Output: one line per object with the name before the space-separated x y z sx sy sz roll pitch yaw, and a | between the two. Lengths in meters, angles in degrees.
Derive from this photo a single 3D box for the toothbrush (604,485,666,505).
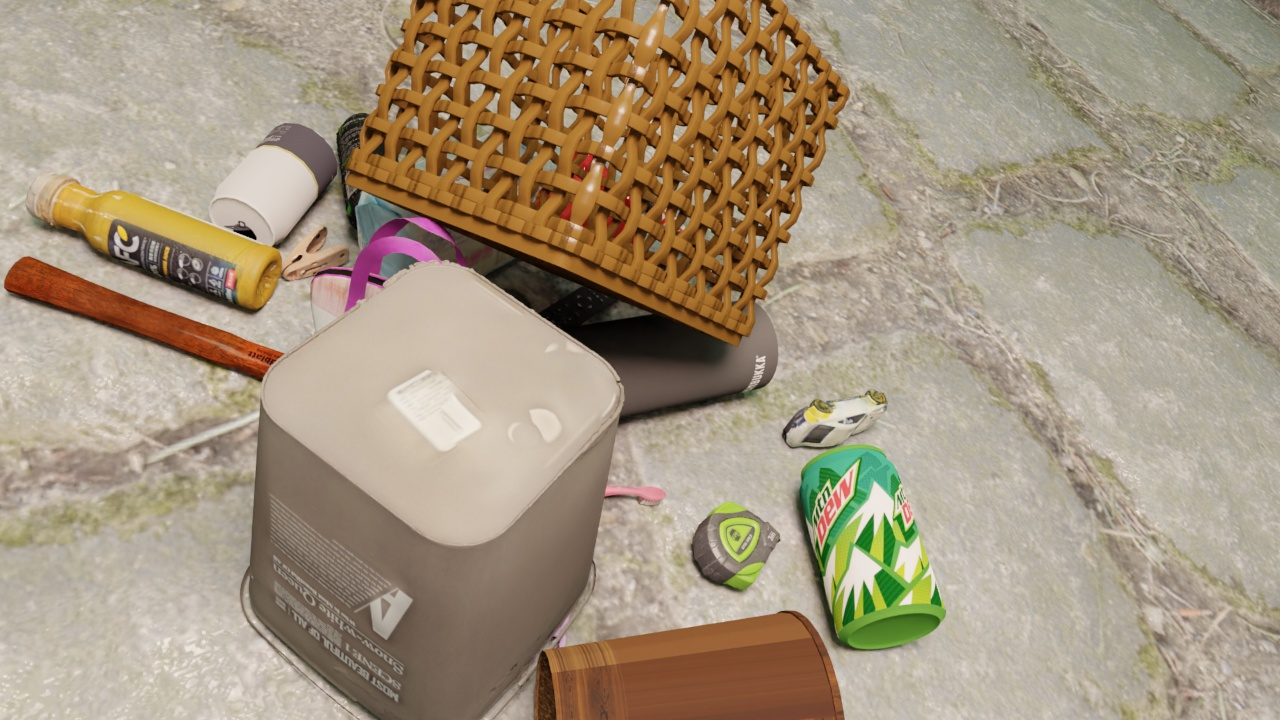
toothbrush | -0.046 0.101 0.725 0.135 0.016 0.021 9 50 -12

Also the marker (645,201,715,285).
marker | 0.041 -0.128 0.941 0.019 0.019 0.145 -26 65 -36

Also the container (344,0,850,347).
container | -0.023 -0.165 0.669 0.220 0.214 0.251 24 2 33

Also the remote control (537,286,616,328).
remote control | -0.061 -0.043 0.834 0.032 0.015 0.136 41 47 13

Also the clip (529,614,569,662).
clip | -0.066 0.192 0.643 0.041 0.014 0.052 2 55 -20

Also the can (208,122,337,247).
can | -0.314 -0.145 0.783 0.064 0.064 0.127 22 48 -3

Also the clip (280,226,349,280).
clip | -0.275 -0.085 0.780 0.039 0.024 0.060 28 58 5

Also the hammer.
hammer | -0.326 -0.013 0.696 0.300 0.028 0.110 21 47 -5

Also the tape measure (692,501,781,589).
tape measure | 0.071 0.146 0.721 0.058 0.036 0.065 43 46 3

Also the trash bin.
trash bin | -0.123 0.084 0.558 0.197 0.221 0.196 34 49 12

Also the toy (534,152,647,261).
toy | -0.048 -0.133 0.895 0.094 0.088 0.133 -43 95 -8

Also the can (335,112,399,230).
can | -0.243 -0.169 0.829 0.054 0.054 0.137 -2 45 -23

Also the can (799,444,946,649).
can | 0.180 0.146 0.730 0.083 0.083 0.144 5 51 -18

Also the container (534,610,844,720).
container | 0.023 0.230 0.578 0.167 0.132 0.132 1 52 -14

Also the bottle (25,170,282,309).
bottle | -0.383 -0.097 0.724 0.186 0.053 0.053 21 48 -4

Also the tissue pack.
tissue pack | -0.167 -0.117 0.785 0.070 0.112 0.181 38 49 21

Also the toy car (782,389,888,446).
toy car | 0.179 0.055 0.828 0.105 0.048 0.033 -9 56 -27

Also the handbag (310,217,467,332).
handbag | -0.162 -0.035 0.641 0.144 0.170 0.067 27 54 -5

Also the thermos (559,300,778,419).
thermos | -0.005 0.005 0.773 0.240 0.082 0.082 -10 57 -28
